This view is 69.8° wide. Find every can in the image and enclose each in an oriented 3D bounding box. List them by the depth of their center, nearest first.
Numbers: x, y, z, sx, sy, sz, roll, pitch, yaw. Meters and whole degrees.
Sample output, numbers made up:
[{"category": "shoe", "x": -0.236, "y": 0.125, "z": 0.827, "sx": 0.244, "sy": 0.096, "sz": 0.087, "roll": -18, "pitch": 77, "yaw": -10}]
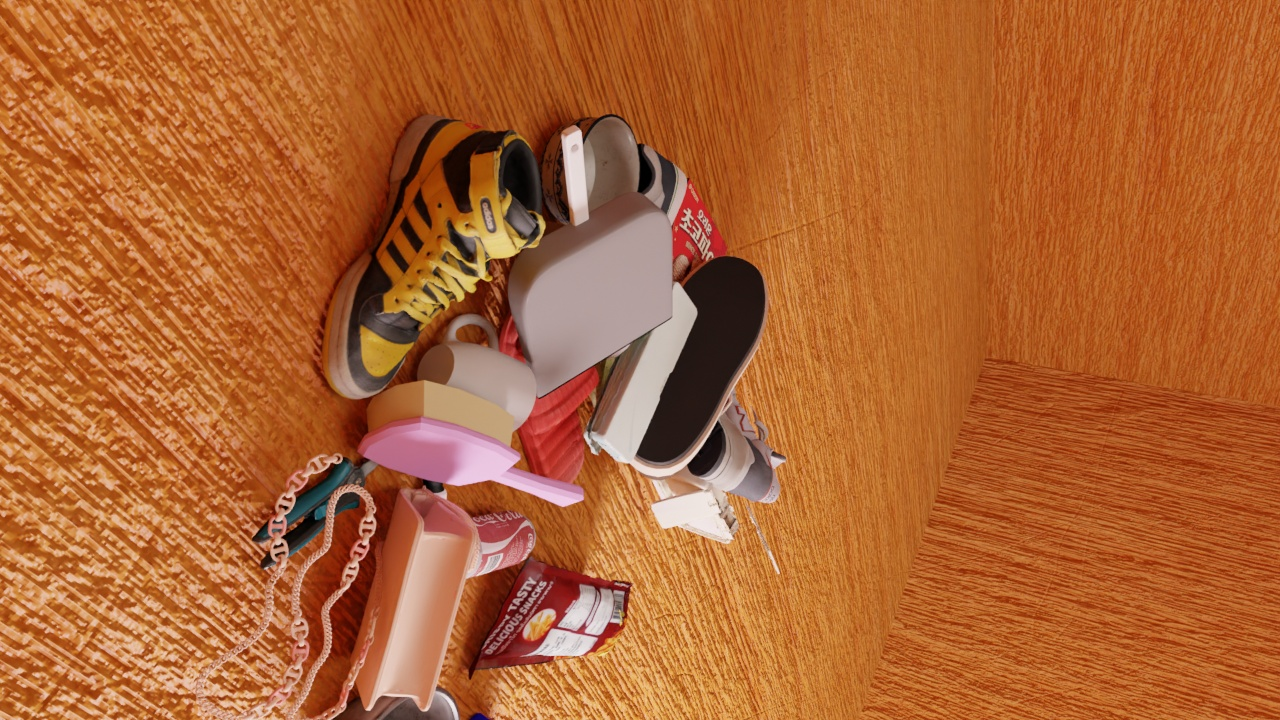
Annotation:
[{"category": "can", "x": -0.145, "y": 0.173, "z": 0.873, "sx": 0.096, "sy": 0.054, "sz": 0.054, "roll": 2, "pitch": 99, "yaw": -61}]

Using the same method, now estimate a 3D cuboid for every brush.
[{"category": "brush", "x": -0.131, "y": 0.079, "z": 0.785, "sx": 0.228, "sy": 0.089, "sz": 0.043, "roll": 28, "pitch": 47, "yaw": -46}]

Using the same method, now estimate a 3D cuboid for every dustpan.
[{"category": "dustpan", "x": -0.043, "y": -0.091, "z": 0.800, "sx": 0.163, "sy": 0.033, "sz": 0.258, "roll": -32, "pitch": 148, "yaw": -21}]

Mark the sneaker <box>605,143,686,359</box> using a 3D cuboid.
[{"category": "sneaker", "x": -0.022, "y": -0.119, "z": 0.964, "sx": 0.079, "sy": 0.084, "sz": 0.235, "roll": 34, "pitch": 66, "yaw": -45}]

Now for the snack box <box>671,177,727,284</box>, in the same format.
[{"category": "snack box", "x": 0.047, "y": -0.124, "z": 1.119, "sx": 0.152, "sy": 0.036, "sz": 0.132, "roll": 49, "pitch": 58, "yaw": -55}]

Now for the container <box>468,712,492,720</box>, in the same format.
[{"category": "container", "x": -0.139, "y": 0.423, "z": 0.914, "sx": 0.084, "sy": 0.114, "sz": 0.085, "roll": -35, "pitch": 129, "yaw": -51}]

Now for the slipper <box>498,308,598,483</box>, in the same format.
[{"category": "slipper", "x": -0.082, "y": 0.035, "z": 0.928, "sx": 0.103, "sy": 0.059, "sz": 0.249, "roll": -44, "pitch": 138, "yaw": -46}]

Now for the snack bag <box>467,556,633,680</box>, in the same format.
[{"category": "snack bag", "x": -0.090, "y": 0.281, "z": 0.988, "sx": 0.139, "sy": 0.066, "sz": 0.207, "roll": -55, "pitch": 150, "yaw": 5}]

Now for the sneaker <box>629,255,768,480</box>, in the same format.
[{"category": "sneaker", "x": 0.068, "y": 0.016, "z": 1.086, "sx": 0.116, "sy": 0.112, "sz": 0.293, "roll": 92, "pitch": 20, "yaw": -65}]

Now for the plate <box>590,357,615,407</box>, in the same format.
[{"category": "plate", "x": -0.016, "y": 0.012, "z": 1.059, "sx": 0.183, "sy": 0.036, "sz": 0.184, "roll": -31, "pitch": 127, "yaw": -54}]

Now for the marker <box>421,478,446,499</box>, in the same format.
[{"category": "marker", "x": -0.186, "y": 0.139, "z": 0.816, "sx": 0.025, "sy": 0.025, "sz": 0.126, "roll": -14, "pitch": 113, "yaw": -58}]

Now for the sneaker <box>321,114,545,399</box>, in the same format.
[{"category": "sneaker", "x": -0.149, "y": -0.076, "z": 0.701, "sx": 0.086, "sy": 0.122, "sz": 0.238, "roll": 33, "pitch": 70, "yaw": -58}]

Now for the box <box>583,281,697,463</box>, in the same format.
[{"category": "box", "x": -0.001, "y": 0.008, "z": 0.979, "sx": 0.086, "sy": 0.072, "sz": 0.198, "roll": 103, "pitch": 10, "yaw": -71}]

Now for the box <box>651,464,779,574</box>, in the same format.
[{"category": "box", "x": 0.093, "y": 0.204, "z": 1.179, "sx": 0.080, "sy": 0.182, "sz": 0.143, "roll": -55, "pitch": 139, "yaw": -27}]

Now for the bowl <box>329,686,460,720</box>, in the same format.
[{"category": "bowl", "x": -0.225, "y": 0.337, "z": 0.777, "sx": 0.144, "sy": 0.067, "sz": 0.145, "roll": -30, "pitch": 126, "yaw": -54}]

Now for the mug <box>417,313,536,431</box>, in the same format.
[{"category": "mug", "x": -0.148, "y": 0.004, "z": 0.804, "sx": 0.089, "sy": 0.071, "sz": 0.107, "roll": 29, "pitch": 48, "yaw": -52}]

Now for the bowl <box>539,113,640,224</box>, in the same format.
[{"category": "bowl", "x": -0.055, "y": -0.181, "z": 0.893, "sx": 0.115, "sy": 0.059, "sz": 0.116, "roll": -30, "pitch": 126, "yaw": -54}]

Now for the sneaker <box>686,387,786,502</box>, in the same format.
[{"category": "sneaker", "x": 0.119, "y": 0.105, "z": 1.158, "sx": 0.089, "sy": 0.124, "sz": 0.239, "roll": -49, "pitch": -165, "yaw": 20}]

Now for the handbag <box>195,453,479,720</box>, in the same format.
[{"category": "handbag", "x": -0.232, "y": 0.165, "z": 0.717, "sx": 0.187, "sy": 0.117, "sz": 0.198, "roll": 16, "pitch": 91, "yaw": -31}]

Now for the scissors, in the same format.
[{"category": "scissors", "x": -0.242, "y": 0.113, "z": 0.713, "sx": 0.135, "sy": 0.019, "sz": 0.130, "roll": -72, "pitch": 157, "yaw": -11}]

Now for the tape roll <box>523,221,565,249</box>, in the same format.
[{"category": "tape roll", "x": -0.063, "y": -0.107, "z": 0.871, "sx": 0.093, "sy": 0.094, "sz": 0.030, "roll": 11, "pitch": 91, "yaw": -61}]
